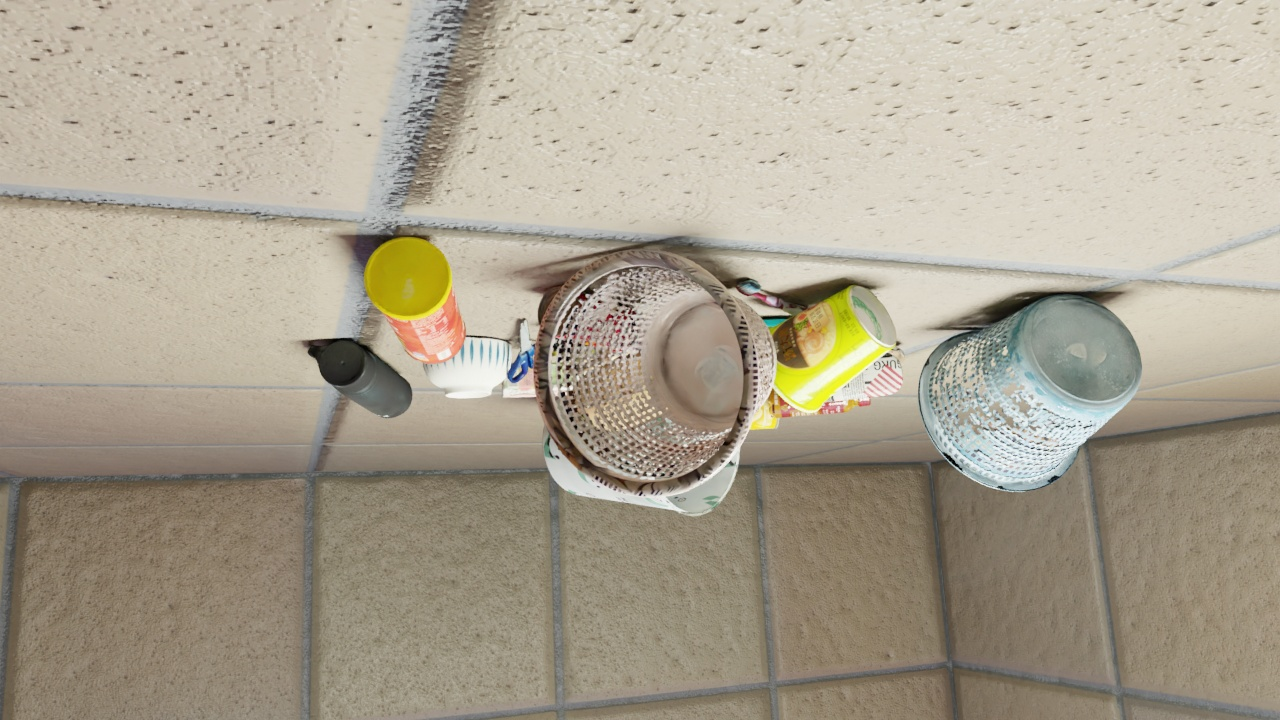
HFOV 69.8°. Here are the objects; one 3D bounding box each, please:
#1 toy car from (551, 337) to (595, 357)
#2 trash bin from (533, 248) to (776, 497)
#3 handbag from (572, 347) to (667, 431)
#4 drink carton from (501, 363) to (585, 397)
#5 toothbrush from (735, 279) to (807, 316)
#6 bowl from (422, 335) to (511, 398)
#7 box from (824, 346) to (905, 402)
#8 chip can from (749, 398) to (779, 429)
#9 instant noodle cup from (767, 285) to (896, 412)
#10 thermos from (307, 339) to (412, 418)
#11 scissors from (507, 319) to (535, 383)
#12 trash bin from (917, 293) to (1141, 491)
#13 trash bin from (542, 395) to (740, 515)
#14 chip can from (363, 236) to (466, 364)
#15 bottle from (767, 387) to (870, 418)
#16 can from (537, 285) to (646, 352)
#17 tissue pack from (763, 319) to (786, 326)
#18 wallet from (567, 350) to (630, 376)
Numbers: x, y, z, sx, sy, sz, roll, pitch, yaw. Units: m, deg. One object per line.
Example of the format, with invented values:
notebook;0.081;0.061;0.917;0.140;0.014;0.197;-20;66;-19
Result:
toy car;-0.078;-0.028;1.072;0.091;0.043;0.036;-2;-173;44
trash bin;0.038;0.007;0.912;0.228;0.227;0.191;-8;180;26
handbag;0.014;0.028;1.162;0.147;0.100;0.205;-22;178;-41
drink carton;-0.143;0.030;1.353;0.122;0.045;0.054;-1;168;-11
toothbrush;0.157;-0.066;1.016;0.017;0.016;0.187;-21;160;31
bowl;-0.224;0.013;1.189;0.116;0.066;0.116;-3;169;-1
box;0.296;0.023;1.319;0.163;0.087;0.076;-5;152;24
chip can;0.145;0.097;1.694;0.213;0.072;0.072;-2;169;-4
instant noodle cup;0.209;-0.020;1.008;0.111;0.111;0.124;8;144;-45
thermos;-0.375;0.021;1.235;0.090;0.068;0.243;29;168;5
scissors;-0.136;-0.023;1.149;0.107;0.012;0.175;-38;167;-41
trash bin;0.487;0.025;1.121;0.226;0.226;0.195;-1;156;-10
trash bin;-0.007;0.127;1.473;0.252;0.229;0.229;-4;171;43
chip can;-0.205;-0.049;0.865;0.073;0.073;0.217;-1;169;-7
bottle;0.315;0.067;1.618;0.175;0.057;0.057;-6;169;16
can;-0.047;-0.042;0.985;0.053;0.053;0.132;-10;166;35
tissue pack;0.191;-0.022;1.153;0.133;0.050;0.093;-1;167;-9
wallet;-0.026;-0.016;1.099;0.087;0.024;0.114;-15;-171;44
